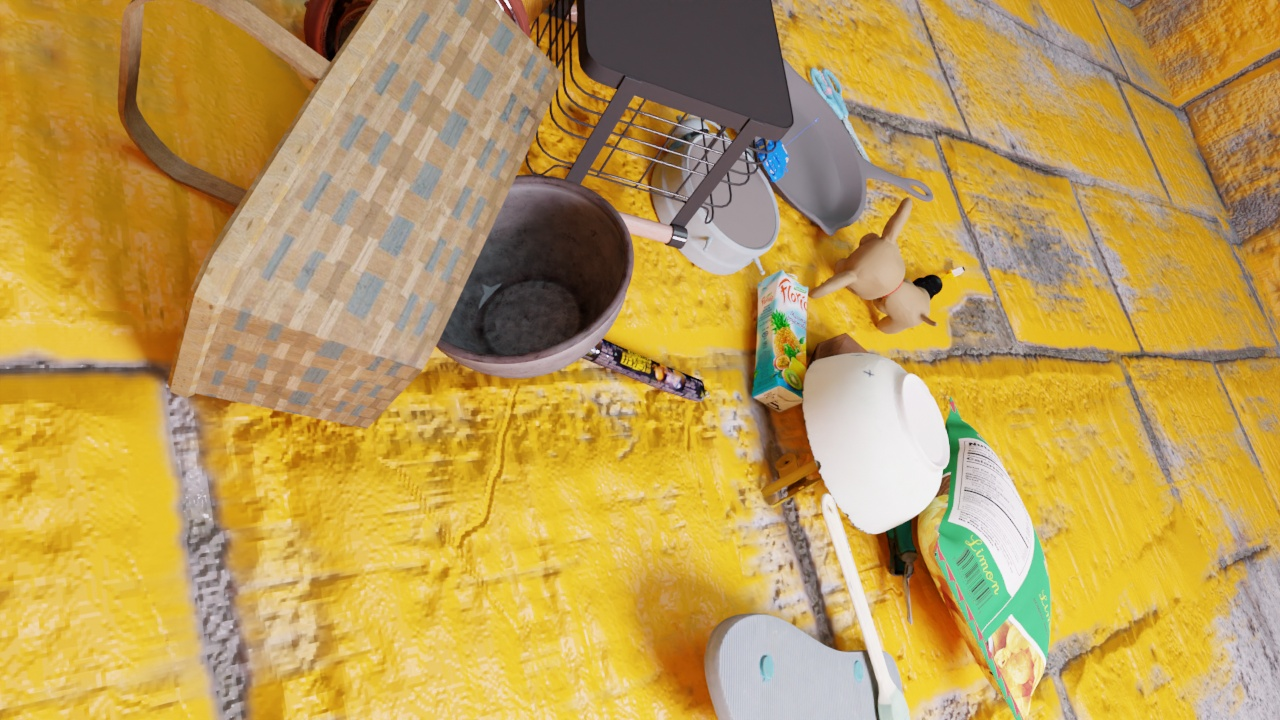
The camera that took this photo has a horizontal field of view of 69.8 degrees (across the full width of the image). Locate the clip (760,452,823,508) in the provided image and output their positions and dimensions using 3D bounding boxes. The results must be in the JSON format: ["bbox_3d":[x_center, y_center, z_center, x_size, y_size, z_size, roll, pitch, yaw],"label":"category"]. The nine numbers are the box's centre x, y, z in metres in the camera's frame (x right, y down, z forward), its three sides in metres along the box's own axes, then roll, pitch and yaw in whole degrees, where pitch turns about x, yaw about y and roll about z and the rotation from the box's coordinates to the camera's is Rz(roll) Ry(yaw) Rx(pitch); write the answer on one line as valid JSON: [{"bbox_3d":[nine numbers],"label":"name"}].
[{"bbox_3d":[0.129,0.101,0.751,0.039,0.053,0.047,54,14,-8],"label":"clip"}]

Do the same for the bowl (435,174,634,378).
[{"bbox_3d":[-0.075,-0.043,0.588,0.145,0.067,0.144,-2,58,3],"label":"bowl"}]

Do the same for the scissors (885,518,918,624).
[{"bbox_3d":[0.229,0.153,0.805,0.019,0.129,0.137,4,100,-2],"label":"scissors"}]

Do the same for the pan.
[{"bbox_3d":[0.215,-0.217,1.008,0.353,0.024,0.216,8,64,-40],"label":"pan"}]

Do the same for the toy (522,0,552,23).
[{"bbox_3d":[-0.133,-0.325,0.654,0.198,0.163,0.203,-34,88,-9],"label":"toy"}]

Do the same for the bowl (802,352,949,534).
[{"bbox_3d":[0.202,0.060,0.756,0.153,0.073,0.153,31,46,-40],"label":"bowl"}]

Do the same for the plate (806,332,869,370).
[{"bbox_3d":[0.194,0.040,0.851,0.131,0.025,0.131,21,55,-34],"label":"plate"}]

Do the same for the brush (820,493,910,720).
[{"bbox_3d":[0.174,0.206,0.702,0.033,0.012,0.217,-17,90,-57],"label":"brush"}]

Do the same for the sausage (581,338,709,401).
[{"bbox_3d":[-0.004,0.004,0.690,0.155,0.020,0.020,23,54,-33],"label":"sausage"}]

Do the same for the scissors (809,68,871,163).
[{"bbox_3d":[0.241,-0.285,1.084,0.062,0.015,0.138,-35,100,-51],"label":"scissors"}]

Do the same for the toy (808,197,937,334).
[{"bbox_3d":[0.244,-0.079,0.917,0.108,0.134,0.105,44,3,-16],"label":"toy"}]

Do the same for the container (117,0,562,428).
[{"bbox_3d":[-0.173,-0.105,0.476,0.186,0.158,0.249,29,59,-18],"label":"container"}]

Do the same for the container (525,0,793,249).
[{"bbox_3d":[0.004,-0.229,0.712,0.162,0.131,0.240,12,56,-23],"label":"container"}]

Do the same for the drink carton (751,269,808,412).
[{"bbox_3d":[0.123,-0.020,0.807,0.044,0.039,0.128,28,52,-29],"label":"drink carton"}]

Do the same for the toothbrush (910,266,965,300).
[{"bbox_3d":[0.332,-0.086,1.048,0.196,0.031,0.031,-23,88,-51],"label":"toothbrush"}]

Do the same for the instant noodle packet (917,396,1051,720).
[{"bbox_3d":[0.312,0.174,0.830,0.195,0.090,0.252,61,30,-15],"label":"instant noodle packet"}]

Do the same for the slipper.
[{"bbox_3d":[0.114,0.245,0.659,0.268,0.055,0.098,28,53,-44],"label":"slipper"}]

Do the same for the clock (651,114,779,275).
[{"bbox_3d":[0.068,-0.152,0.822,0.122,0.045,0.159,16,60,-38],"label":"clock"}]

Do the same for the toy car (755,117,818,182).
[{"bbox_3d":[0.142,-0.204,0.863,0.033,0.062,0.091,56,19,-18],"label":"toy car"}]

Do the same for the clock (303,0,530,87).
[{"bbox_3d":[-0.151,-0.218,0.601,0.157,0.121,0.072,40,54,-31],"label":"clock"}]
